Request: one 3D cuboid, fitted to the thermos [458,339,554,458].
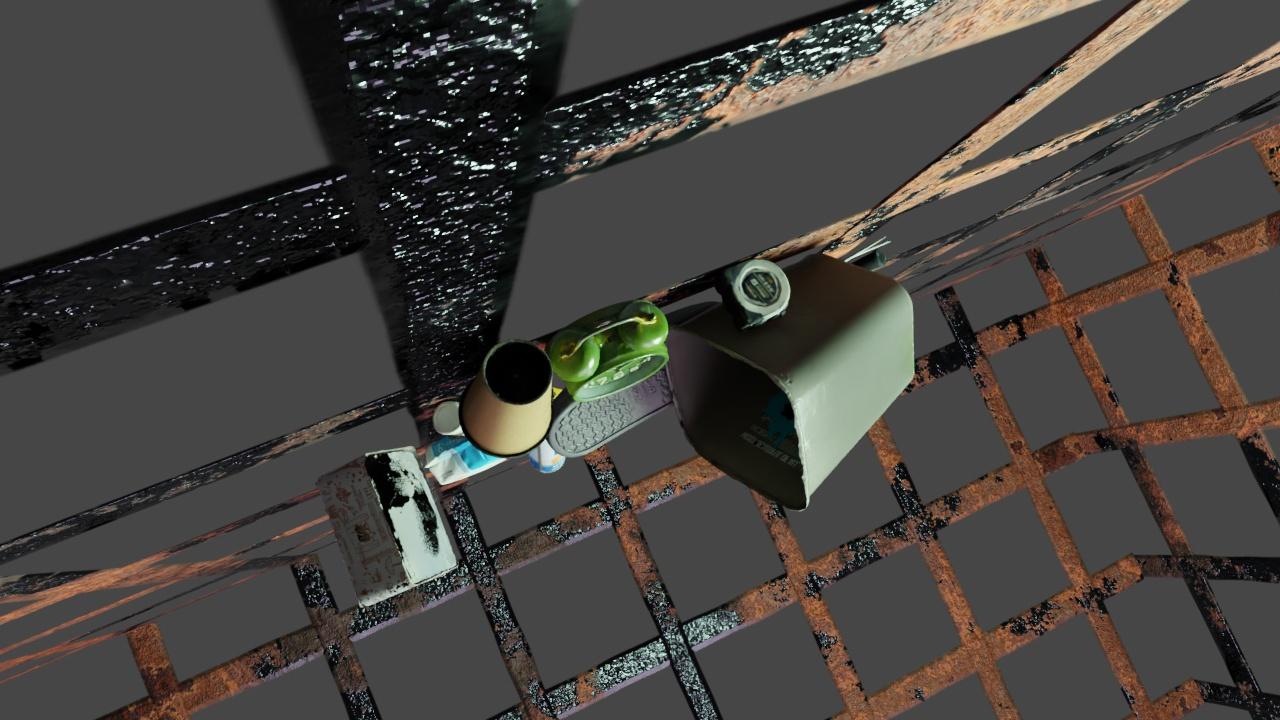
[{"bbox_3d":[-0.119,0.034,0.849,0.093,0.093,0.143,-21,166,-20],"label":"thermos"}]

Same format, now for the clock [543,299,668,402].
[{"bbox_3d":[-0.029,-0.011,0.866,0.116,0.056,0.161,-24,166,-5],"label":"clock"}]

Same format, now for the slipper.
[{"bbox_3d":[-0.006,0.006,1.058,0.267,0.083,0.111,-33,134,-13],"label":"slipper"}]

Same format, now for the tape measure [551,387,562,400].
[{"bbox_3d":[-0.124,0.055,1.274,0.057,0.029,0.060,-22,158,27],"label":"tape measure"}]

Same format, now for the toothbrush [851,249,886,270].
[{"bbox_3d":[0.270,-0.108,1.361,0.027,0.026,0.213,-1,160,-43],"label":"toothbrush"}]

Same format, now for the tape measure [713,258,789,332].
[{"bbox_3d":[0.115,-0.067,0.919,0.066,0.065,0.034,-20,170,-20],"label":"tape measure"}]

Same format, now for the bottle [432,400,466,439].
[{"bbox_3d":[-0.190,0.068,1.062,0.080,0.044,0.195,-16,174,6],"label":"bottle"}]

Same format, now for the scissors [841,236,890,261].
[{"bbox_3d":[0.256,-0.125,1.228,0.175,0.012,0.163,-23,173,-21],"label":"scissors"}]

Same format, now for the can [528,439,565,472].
[{"bbox_3d":[-0.130,0.108,1.273,0.053,0.053,0.135,-22,156,-15],"label":"can"}]

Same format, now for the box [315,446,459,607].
[{"bbox_3d":[-0.315,0.212,1.228,0.106,0.178,0.272,-23,173,2],"label":"box"}]

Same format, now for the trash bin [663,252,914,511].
[{"bbox_3d":[0.172,0.010,1.012,0.219,0.199,0.199,-35,-138,-26],"label":"trash bin"}]

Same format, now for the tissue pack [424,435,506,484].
[{"bbox_3d":[-0.226,0.118,1.268,0.090,0.063,0.139,-28,174,23],"label":"tissue pack"}]
